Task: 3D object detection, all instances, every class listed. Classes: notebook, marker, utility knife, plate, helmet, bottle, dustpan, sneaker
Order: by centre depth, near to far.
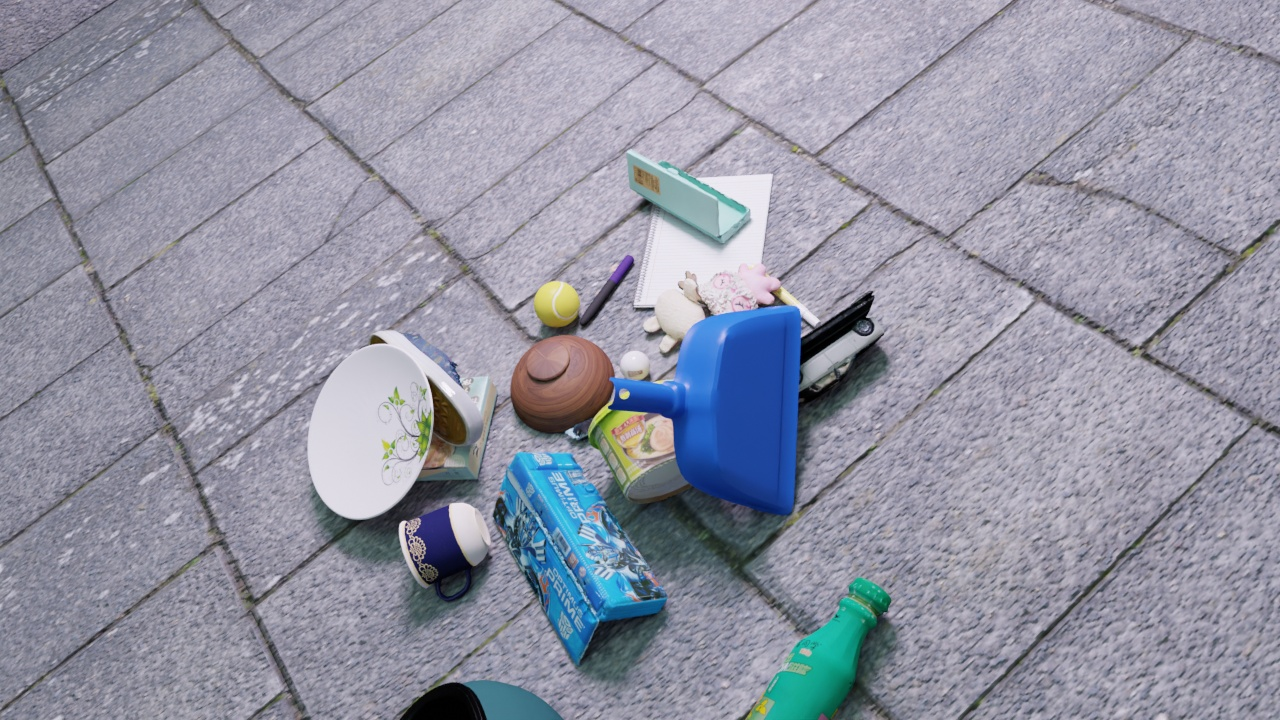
[{"bbox_3d":[-0.122,0.437,0.854,0.176,0.200,0.274,-40,35,8],"label":"helmet"},{"bbox_3d":[0.180,0.313,0.923,0.068,0.068,0.209,28,69,32],"label":"bottle"},{"bbox_3d":[0.073,0.045,1.001,0.060,0.257,0.245,-1,83,45],"label":"dustpan"},{"bbox_3d":[-0.017,0.070,1.193,0.172,0.020,0.028,-19,51,4],"label":"utility knife"},{"bbox_3d":[-0.346,0.093,1.199,0.230,0.030,0.229,-8,74,31],"label":"plate"},{"bbox_3d":[-0.271,0.025,1.222,0.079,0.088,0.235,-19,45,-40],"label":"sneaker"},{"bbox_3d":[0.193,-0.087,1.231,0.014,0.014,0.132,-37,57,-9],"label":"marker"},{"bbox_3d":[-0.050,-0.102,1.328,0.018,0.015,0.133,2,52,54],"label":"marker"},{"bbox_3d":[0.092,-0.177,1.335,0.178,0.013,0.245,0,56,17],"label":"notebook"}]

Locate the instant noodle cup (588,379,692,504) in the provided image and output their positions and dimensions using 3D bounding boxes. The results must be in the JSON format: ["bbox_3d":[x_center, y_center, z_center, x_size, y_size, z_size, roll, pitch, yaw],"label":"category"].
[{"bbox_3d":[0.020,0.100,1.087,0.146,0.146,0.097,-25,62,1],"label":"instant noodle cup"}]

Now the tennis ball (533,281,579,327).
[{"bbox_3d":[-0.119,-0.080,1.303,0.065,0.065,0.065,-9,54,12],"label":"tennis ball"}]

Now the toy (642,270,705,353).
[{"bbox_3d":[0.053,-0.064,1.241,0.112,0.050,0.087,-54,51,11],"label":"toy"}]

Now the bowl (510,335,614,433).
[{"bbox_3d":[-0.114,0.017,1.231,0.147,0.069,0.147,-9,54,12],"label":"bowl"}]

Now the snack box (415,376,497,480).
[{"bbox_3d":[-0.302,0.095,1.255,0.194,0.044,0.141,-4,54,17],"label":"snack box"}]

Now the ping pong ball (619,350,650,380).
[{"bbox_3d":[-0.007,0.007,1.220,0.040,0.040,0.040,-9,54,12],"label":"ping pong ball"}]

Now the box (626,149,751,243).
[{"bbox_3d":[0.064,-0.254,1.331,0.077,0.093,0.188,-43,56,-14],"label":"box"}]

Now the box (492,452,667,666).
[{"bbox_3d":[-0.085,0.229,1.093,0.243,0.093,0.115,51,122,37],"label":"box"}]

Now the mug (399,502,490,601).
[{"bbox_3d":[-0.229,0.232,1.119,0.089,0.086,0.112,-22,87,-1],"label":"mug"}]

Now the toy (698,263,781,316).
[{"bbox_3d":[0.132,-0.090,1.231,0.109,0.041,0.095,-33,66,2],"label":"toy"}]

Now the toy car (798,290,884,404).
[{"bbox_3d":[0.220,0.002,1.133,0.191,0.094,0.071,-33,78,-8],"label":"toy car"}]
